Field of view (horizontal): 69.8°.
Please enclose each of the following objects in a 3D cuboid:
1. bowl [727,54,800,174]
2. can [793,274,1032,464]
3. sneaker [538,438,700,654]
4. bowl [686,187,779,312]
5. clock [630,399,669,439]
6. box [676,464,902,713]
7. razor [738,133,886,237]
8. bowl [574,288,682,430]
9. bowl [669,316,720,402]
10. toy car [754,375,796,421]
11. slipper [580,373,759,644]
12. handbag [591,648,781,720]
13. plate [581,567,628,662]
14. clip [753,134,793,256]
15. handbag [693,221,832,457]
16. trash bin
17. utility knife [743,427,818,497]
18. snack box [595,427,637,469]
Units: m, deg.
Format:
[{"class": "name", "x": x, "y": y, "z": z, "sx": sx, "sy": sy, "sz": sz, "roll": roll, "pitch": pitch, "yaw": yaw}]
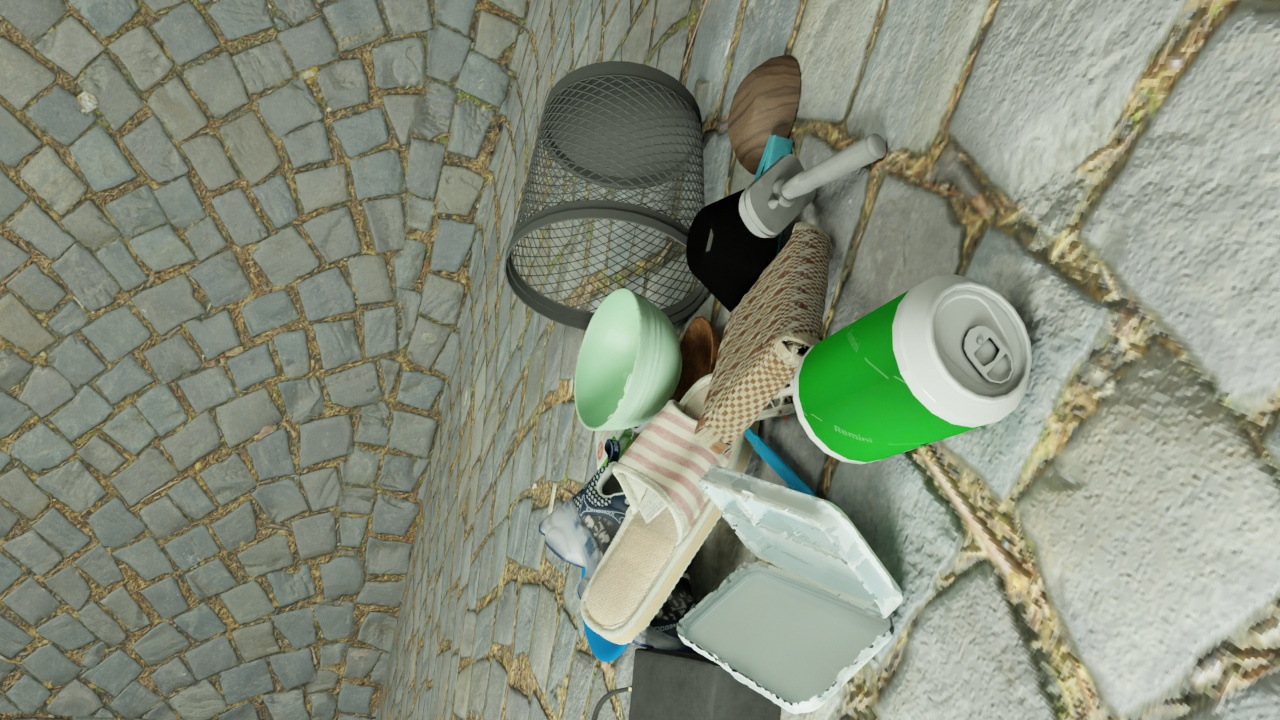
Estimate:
[{"class": "bowl", "x": 0.115, "y": -0.247, "z": 0.911, "sx": 0.119, "sy": 0.032, "sz": 0.119, "roll": -170, "pitch": 91, "yaw": -71}, {"class": "can", "x": 0.160, "y": 0.009, "z": 0.559, "sx": 0.140, "sy": 0.087, "sz": 0.087, "roll": 141, "pitch": 136, "yaw": -63}, {"class": "sneaker", "x": 0.002, "y": 0.181, "z": 0.910, "sx": 0.132, "sy": 0.103, "sz": 0.269, "roll": -59, "pitch": 36, "yaw": 5}, {"class": "bowl", "x": 0.075, "y": -0.107, "z": 0.848, "sx": 0.124, "sy": 0.052, "sz": 0.124, "roll": -172, "pitch": 91, "yaw": -71}, {"class": "clock", "x": 0.019, "y": 0.033, "z": 1.039, "sx": 0.123, "sy": 0.035, "sz": 0.094, "roll": 121, "pitch": 152, "yaw": -48}, {"class": "box", "x": 0.083, "y": 0.149, "z": 0.655, "sx": 0.129, "sy": 0.105, "sz": 0.211, "roll": -41, "pitch": 12, "yaw": -19}, {"class": "razor", "x": 0.146, "y": -0.150, "z": 0.738, "sx": 0.116, "sy": 0.047, "sz": 0.088, "roll": -21, "pitch": 18, "yaw": 49}, {"class": "bowl", "x": -0.006, "y": 0.006, "z": 0.962, "sx": 0.151, "sy": 0.077, "sz": 0.150, "roll": -41, "pitch": 42, "yaw": 51}, {"class": "bowl", "x": 0.062, "y": 0.013, "z": 0.938, "sx": 0.102, "sy": 0.026, "sz": 0.114, "roll": -114, "pitch": 38, "yaw": -60}, {"class": "toy car", "x": 0.117, "y": 0.030, "z": 0.757, "sx": 0.113, "sy": 0.039, "sz": 0.039, "roll": 159, "pitch": 99, "yaw": -68}, {"class": "slipper", "x": 0.017, "y": 0.124, "z": 0.828, "sx": 0.115, "sy": 0.052, "sz": 0.262, "roll": 18, "pitch": 76, "yaw": 50}, {"class": "handbag", "x": 0.015, "y": 0.326, "z": 0.753, "sx": 0.196, "sy": 0.072, "sz": 0.175, "roll": -9, "pitch": 71, "yaw": 52}, {"class": "plate", "x": -0.023, "y": 0.235, "z": 1.070, "sx": 0.224, "sy": 0.024, "sz": 0.224, "roll": -170, "pitch": 91, "yaw": -71}, {"class": "clip", "x": 0.112, "y": -0.142, "z": 0.882, "sx": 0.120, "sy": 0.033, "sz": 0.122, "roll": 137, "pitch": 139, "yaw": -66}, {"class": "handbag", "x": 0.103, "y": -0.019, "z": 0.723, "sx": 0.124, "sy": 0.047, "sz": 0.185, "roll": -52, "pitch": 10, "yaw": 37}, {"class": "trash bin", "x": -0.029, "y": -0.183, "z": 1.030, "sx": 0.218, "sy": 0.217, "sz": 0.226, "roll": 130, "pitch": 149, "yaw": -56}, {"class": "utility knife", "x": 0.125, "y": 0.101, "z": 0.707, "sx": 0.015, "sy": 0.031, "sz": 0.220, "roll": -37, "pitch": 26, "yaw": -3}, {"class": "snack box", "x": -0.029, "y": 0.039, "z": 1.188, "sx": 0.132, "sy": 0.027, "sz": 0.167, "roll": 121, "pitch": 152, "yaw": -47}]
